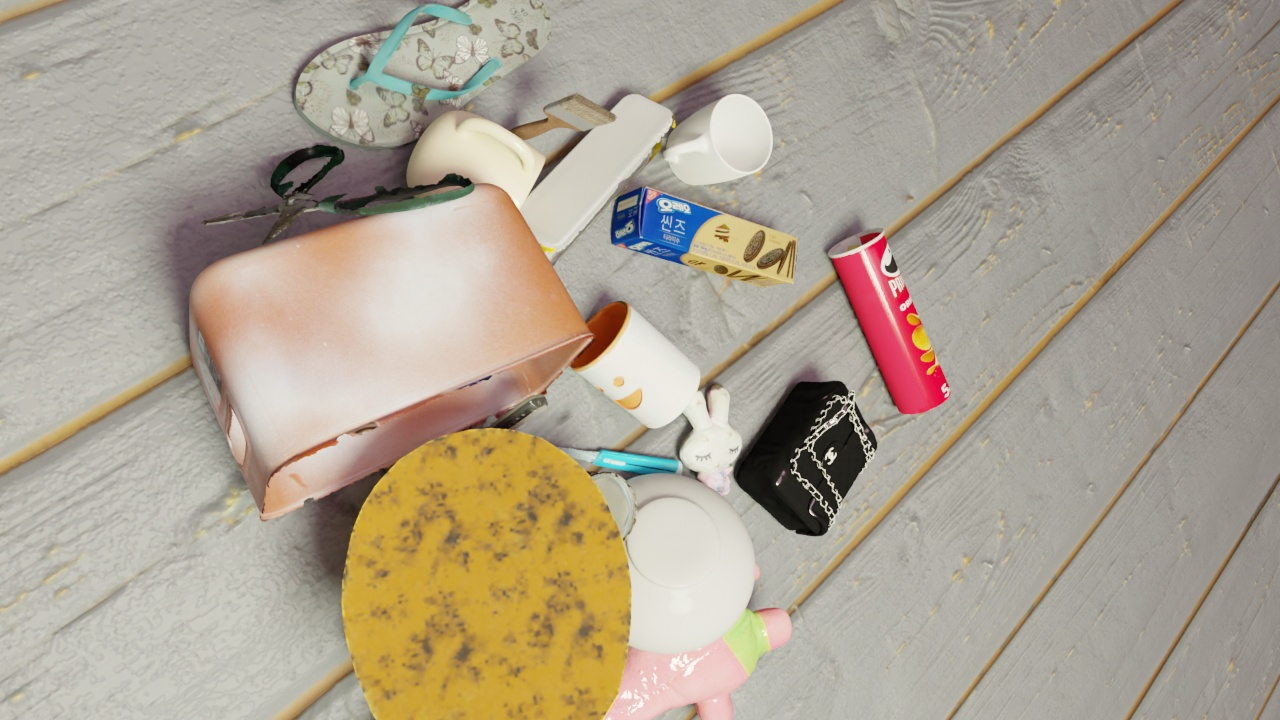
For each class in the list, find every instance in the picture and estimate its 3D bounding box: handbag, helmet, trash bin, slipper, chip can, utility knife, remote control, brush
[{"bbox_3d":[0.203,0.110,1.006,0.125,0.115,0.153,49,60,-23],"label":"handbag"},{"bbox_3d":[-0.113,0.192,0.709,0.205,0.132,0.255,-8,60,-9],"label":"helmet"},{"bbox_3d":[-0.193,-0.013,0.706,0.259,0.182,0.157,-24,81,-31],"label":"trash bin"},{"bbox_3d":[-0.176,-0.267,0.820,0.268,0.055,0.098,-37,109,-30],"label":"slipper"},{"bbox_3d":[0.301,-0.045,1.102,0.069,0.069,0.220,-35,106,-29],"label":"chip can"},{"bbox_3d":[-0.033,0.101,0.915,0.176,0.015,0.022,11,107,-30],"label":"utility knife"},{"bbox_3d":[-0.137,0.070,0.789,0.013,0.137,0.033,58,16,9],"label":"remote control"},{"bbox_3d":[-0.083,-0.212,0.821,0.045,0.143,0.008,19,78,-39],"label":"brush"}]

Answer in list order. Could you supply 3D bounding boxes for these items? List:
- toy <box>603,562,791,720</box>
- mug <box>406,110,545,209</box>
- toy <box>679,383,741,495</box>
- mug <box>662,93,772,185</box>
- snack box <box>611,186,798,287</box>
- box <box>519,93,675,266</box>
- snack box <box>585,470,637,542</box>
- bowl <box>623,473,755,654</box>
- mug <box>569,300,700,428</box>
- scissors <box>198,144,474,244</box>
[{"bbox_3d":[0.035,0.292,0.904,0.236,0.097,0.192,-34,96,-20],"label":"toy"},{"bbox_3d":[-0.145,-0.169,0.794,0.099,0.120,0.096,31,57,-16],"label":"mug"},{"bbox_3d":[0.075,0.085,0.970,0.079,0.038,0.122,-13,97,-39],"label":"toy"},{"bbox_3d":[0.065,-0.221,0.949,0.114,0.088,0.081,-19,98,-32],"label":"mug"},{"bbox_3d":[0.071,-0.125,0.967,0.206,0.056,0.057,11,82,-32],"label":"snack box"},{"bbox_3d":[-0.049,-0.179,0.899,0.067,0.070,0.209,40,66,-1],"label":"box"},{"bbox_3d":[-0.064,0.132,0.828,0.072,0.121,0.072,2,85,-34],"label":"snack box"},{"bbox_3d":[0.027,0.180,0.865,0.176,0.066,0.176,4,59,-6],"label":"bowl"},{"bbox_3d":[-0.005,0.005,0.896,0.105,0.082,0.082,40,67,-25],"label":"mug"},{"bbox_3d":[-0.224,-0.134,0.695,0.201,0.203,0.015,-9,122,-3],"label":"scissors"}]
